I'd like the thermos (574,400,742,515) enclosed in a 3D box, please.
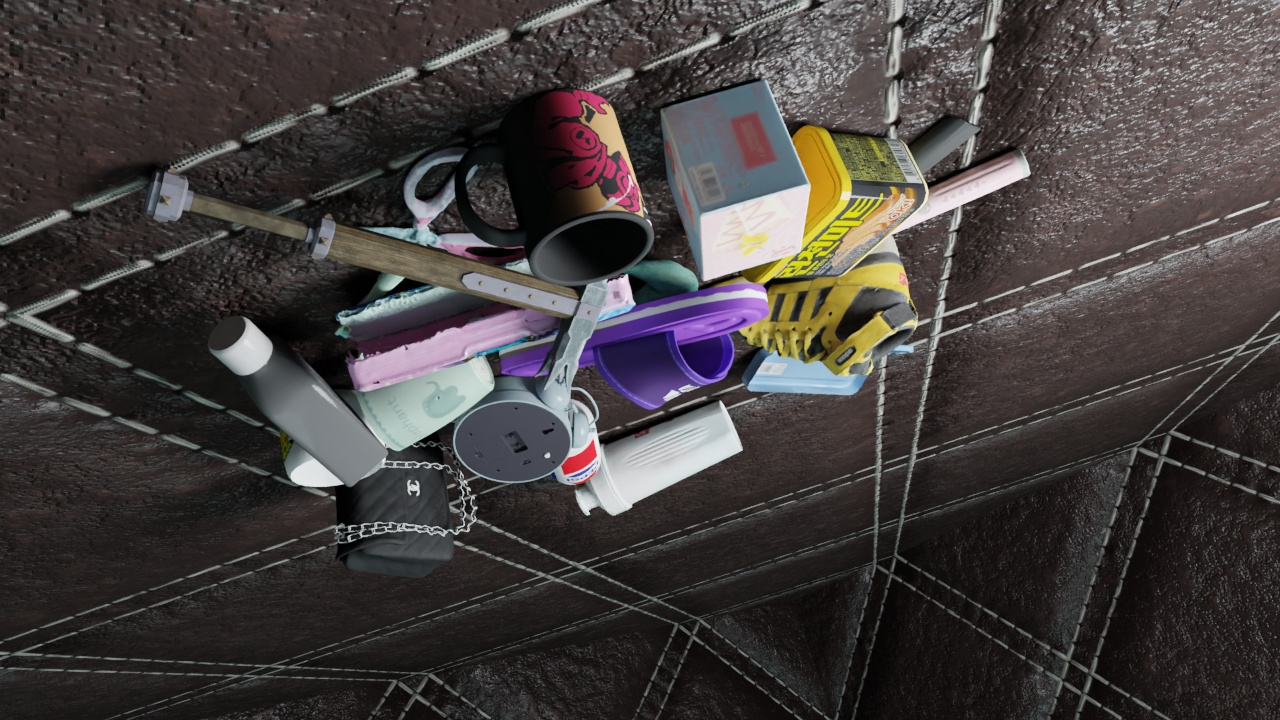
[{"bbox_3d":[0.020,0.129,1.208,0.220,0.099,0.099,-24,156,8],"label":"thermos"}]

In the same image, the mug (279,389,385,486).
[{"bbox_3d":[-0.304,0.080,0.897,0.094,0.068,0.116,1,152,-35],"label":"mug"}]

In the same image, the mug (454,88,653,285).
[{"bbox_3d":[-0.060,-0.109,0.594,0.118,0.098,0.082,-8,156,-19],"label":"mug"}]

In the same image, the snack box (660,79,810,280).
[{"bbox_3d":[0.066,-0.125,0.650,0.079,0.093,0.095,-16,157,-2],"label":"snack box"}]

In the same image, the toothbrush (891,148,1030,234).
[{"bbox_3d":[0.240,-0.132,0.836,0.223,0.027,0.026,-24,-175,15],"label":"toothbrush"}]

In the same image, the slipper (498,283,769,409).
[{"bbox_3d":[-0.005,0.005,0.820,0.267,0.084,0.107,-12,172,27],"label":"slipper"}]

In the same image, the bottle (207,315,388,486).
[{"bbox_3d":[-0.284,0.028,0.752,0.046,0.084,0.174,-42,143,-12],"label":"bottle"}]

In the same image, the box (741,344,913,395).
[{"bbox_3d":[0.228,-0.002,1.115,0.209,0.043,0.125,2,149,-38],"label":"box"}]

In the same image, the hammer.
[{"bbox_3d":[-0.162,-0.074,0.626,0.316,0.028,0.147,13,109,-32],"label":"hammer"}]

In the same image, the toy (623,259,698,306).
[{"bbox_3d":[0.010,-0.063,0.833,0.085,0.033,0.105,-1,157,-20],"label":"toy"}]

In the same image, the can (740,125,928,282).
[{"bbox_3d":[0.149,-0.122,0.743,0.100,0.072,0.131,-4,154,-33],"label":"can"}]

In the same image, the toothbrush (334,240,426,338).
[{"bbox_3d":[-0.203,-0.054,0.714,0.022,0.015,0.155,-12,165,-43],"label":"toothbrush"}]

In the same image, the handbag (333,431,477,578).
[{"bbox_3d":[-0.257,0.141,0.965,0.125,0.153,0.115,11,148,-40],"label":"handbag"}]

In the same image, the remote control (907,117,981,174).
[{"bbox_3d":[0.222,-0.158,0.781,0.033,0.015,0.147,3,150,-39],"label":"remote control"}]

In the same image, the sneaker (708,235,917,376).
[{"bbox_3d":[0.152,-0.029,0.891,0.239,0.122,0.086,-20,156,6],"label":"sneaker"}]

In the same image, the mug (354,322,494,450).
[{"bbox_3d":[-0.197,0.011,0.814,0.104,0.084,0.111,-28,128,4],"label":"mug"}]

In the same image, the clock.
[{"bbox_3d":[-0.122,0.068,0.964,0.159,0.045,0.122,-19,130,10],"label":"clock"}]

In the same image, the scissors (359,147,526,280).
[{"bbox_3d":[-0.146,-0.100,0.671,0.170,0.013,0.177,0,154,-27],"label":"scissors"}]

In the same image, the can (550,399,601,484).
[{"bbox_3d":[-0.085,0.099,1.087,0.070,0.070,0.132,-15,157,-5],"label":"can"}]

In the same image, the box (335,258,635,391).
[{"bbox_3d":[-0.127,-0.045,0.743,0.230,0.071,0.084,-18,-164,-10],"label":"box"}]

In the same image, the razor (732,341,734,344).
[{"bbox_3d":[0.025,-0.019,0.962,0.143,0.022,0.042,-5,-169,-17],"label":"razor"}]
